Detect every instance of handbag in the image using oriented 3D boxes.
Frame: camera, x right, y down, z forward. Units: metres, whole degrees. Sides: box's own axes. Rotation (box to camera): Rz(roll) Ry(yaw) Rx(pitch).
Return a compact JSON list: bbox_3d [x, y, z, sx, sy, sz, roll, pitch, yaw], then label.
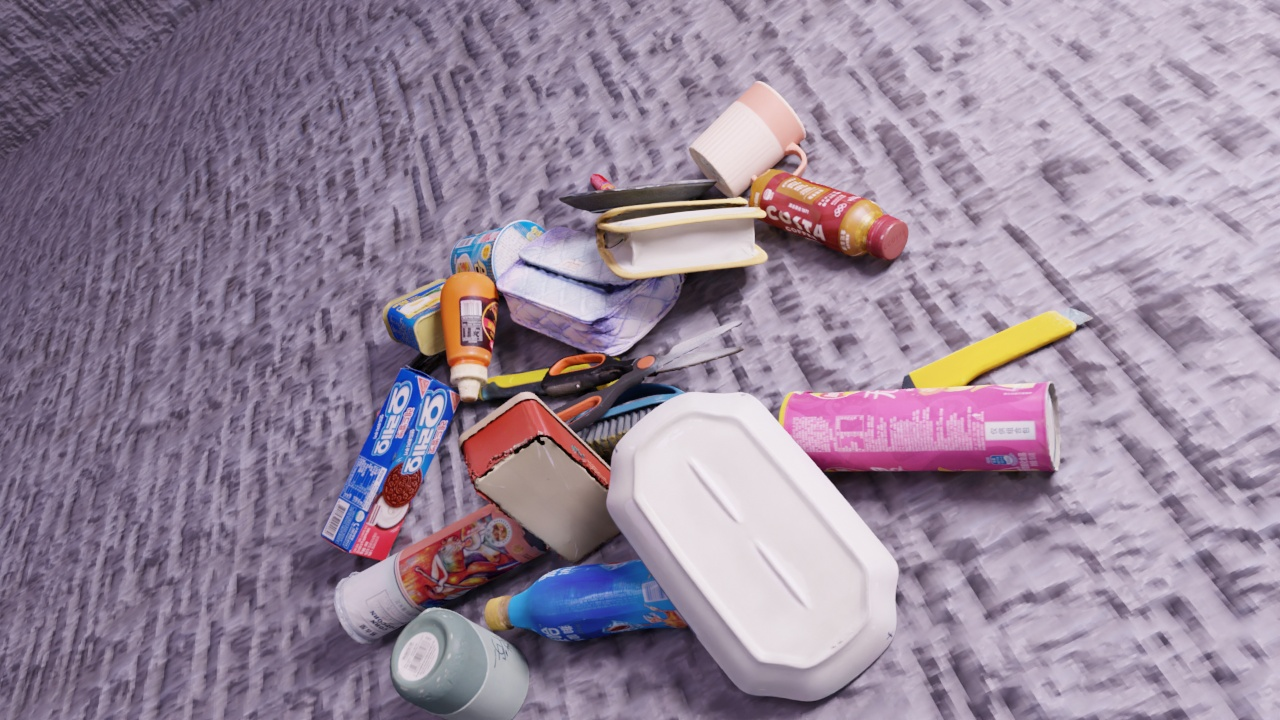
[{"bbox_3d":[-0.061,-0.085,1.024,0.194,0.076,0.134,21,53,40],"label":"handbag"},{"bbox_3d":[0.033,-0.144,0.974,0.163,0.063,0.178,-7,22,-14],"label":"handbag"}]

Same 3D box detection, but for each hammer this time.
[{"bbox_3d":[-0.165,0.028,1.048,0.324,0.032,0.126,-8,55,29],"label":"hammer"}]

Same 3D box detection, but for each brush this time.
[{"bbox_3d":[-0.011,0.060,0.907,0.144,0.055,0.073,-19,50,21],"label":"brush"}]

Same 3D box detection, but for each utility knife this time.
[{"bbox_3d":[0.298,-0.004,0.780,0.168,0.015,0.033,-26,53,13],"label":"utility knife"}]

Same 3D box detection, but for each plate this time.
[{"bbox_3d":[-0.002,-0.182,1.032,0.180,0.179,0.024,-1,100,33],"label":"plate"},{"bbox_3d":[0.084,0.137,0.724,0.162,0.034,0.265,-36,70,-4],"label":"plate"}]

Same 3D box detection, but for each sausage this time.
[{"bbox_3d":[-0.028,-0.197,1.135,0.020,0.020,0.156,-40,46,1],"label":"sausage"}]

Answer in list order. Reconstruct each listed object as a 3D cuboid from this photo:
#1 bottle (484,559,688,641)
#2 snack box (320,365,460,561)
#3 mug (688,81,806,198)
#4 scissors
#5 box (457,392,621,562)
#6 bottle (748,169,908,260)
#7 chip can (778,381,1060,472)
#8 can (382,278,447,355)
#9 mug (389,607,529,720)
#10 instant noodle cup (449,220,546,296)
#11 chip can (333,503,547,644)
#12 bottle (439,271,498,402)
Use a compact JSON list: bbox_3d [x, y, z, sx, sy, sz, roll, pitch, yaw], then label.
[{"bbox_3d":[-0.040,0.212,0.807,0.219,0.065,0.065,-16,51,25],"label":"bottle"},{"bbox_3d":[-0.272,0.112,1.009,0.057,0.058,0.207,17,79,35],"label":"snack box"},{"bbox_3d":[0.128,-0.235,1.027,0.106,0.081,0.114,-42,75,1],"label":"mug"},{"bbox_3d":[-0.009,0.022,0.899,0.227,0.022,0.197,2,44,39],"label":"scissors"},{"bbox_3d":[-0.081,0.116,0.831,0.091,0.168,0.076,-36,43,6],"label":"box"},{"bbox_3d":[0.188,-0.146,0.928,0.057,0.057,0.175,-50,46,-9],"label":"bottle"},{"bbox_3d":[0.223,0.057,0.746,0.211,0.071,0.071,-4,56,30],"label":"chip can"},{"bbox_3d":[-0.249,-0.052,1.119,0.101,0.057,0.083,-30,32,-29],"label":"can"},{"bbox_3d":[-0.167,0.265,0.820,0.082,0.106,0.111,-40,45,2],"label":"mug"},{"bbox_3d":[-0.176,-0.121,1.128,0.110,0.099,0.099,6,61,44],"label":"instant noodle cup"},{"bbox_3d":[-0.195,0.204,0.909,0.215,0.071,0.071,-29,47,11],"label":"chip can"},{"bbox_3d":[-0.193,-0.024,1.037,0.067,0.066,0.149,-15,66,24],"label":"bottle"}]
